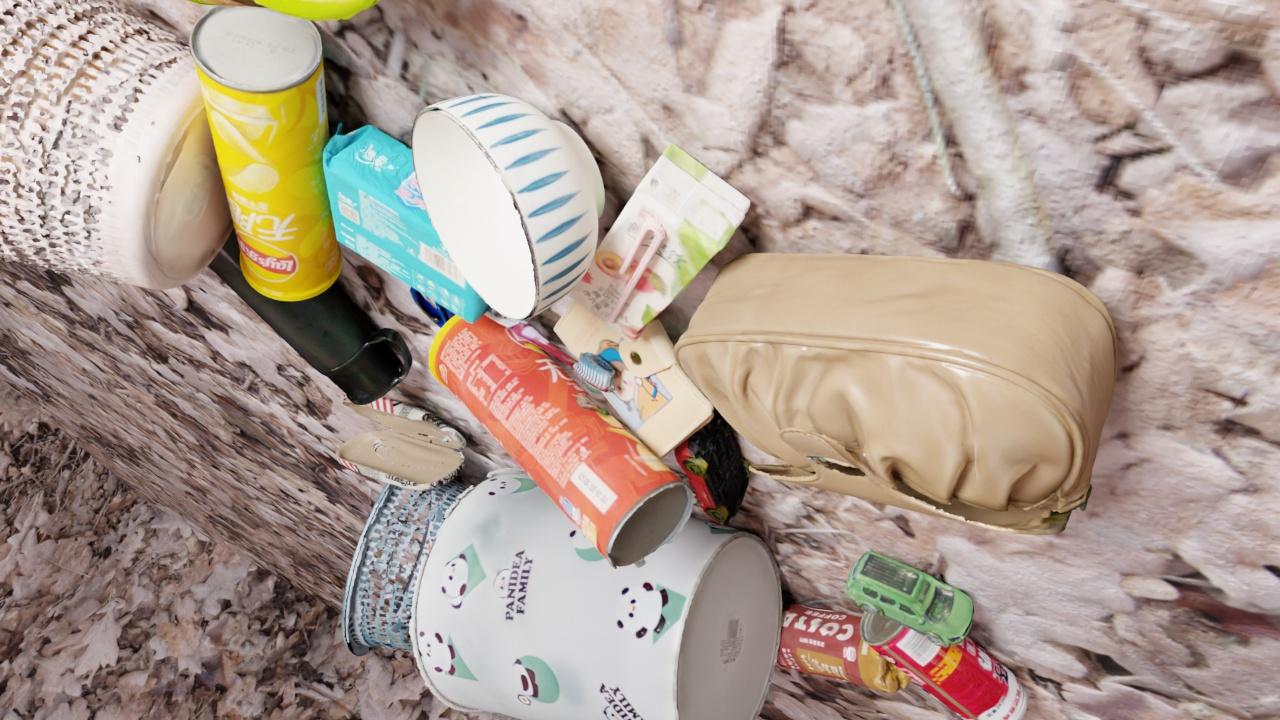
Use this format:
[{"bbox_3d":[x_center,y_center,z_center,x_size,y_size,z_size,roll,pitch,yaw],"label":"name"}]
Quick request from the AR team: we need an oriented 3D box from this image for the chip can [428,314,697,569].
[{"bbox_3d":[-0.059,0.045,0.620,0.216,0.073,0.073,40,160,34],"label":"chip can"}]

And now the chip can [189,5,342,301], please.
[{"bbox_3d":[-0.234,-0.123,0.592,0.072,0.071,0.214,31,148,3],"label":"chip can"}]

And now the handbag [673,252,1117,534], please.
[{"bbox_3d":[0.117,0.020,0.447,0.205,0.099,0.148,7,147,45],"label":"handbag"}]

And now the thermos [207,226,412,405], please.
[{"bbox_3d":[-0.286,-0.063,0.772,0.090,0.068,0.242,-16,132,22],"label":"thermos"}]

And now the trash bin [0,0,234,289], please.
[{"bbox_3d":[-0.369,-0.145,0.586,0.192,0.227,0.228,20,152,-4],"label":"trash bin"}]

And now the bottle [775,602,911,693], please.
[{"bbox_3d":[0.155,0.249,0.815,0.175,0.057,0.057,-6,134,50],"label":"bottle"}]

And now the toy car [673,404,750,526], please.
[{"bbox_3d":[0.052,0.076,0.655,0.031,0.049,0.106,13,146,34],"label":"toy car"}]

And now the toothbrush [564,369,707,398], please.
[{"bbox_3d":[-0.011,0.012,0.640,0.225,0.026,0.027,0,146,45],"label":"toothbrush"}]

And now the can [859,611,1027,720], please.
[{"bbox_3d":[0.236,0.234,0.713,0.132,0.053,0.053,39,151,-12],"label":"can"}]

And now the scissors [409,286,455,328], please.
[{"bbox_3d":[-0.155,-0.015,0.760,0.108,0.012,0.175,32,153,-3],"label":"scissors"}]

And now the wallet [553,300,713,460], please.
[{"bbox_3d":[-0.003,0.003,0.588,0.115,0.024,0.087,53,147,7],"label":"wallet"}]

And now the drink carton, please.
[{"bbox_3d":[0.005,-0.057,0.495,0.053,0.045,0.123,36,151,-5],"label":"drink carton"}]

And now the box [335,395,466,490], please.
[{"bbox_3d":[-0.253,0.091,0.948,0.163,0.088,0.076,9,159,31],"label":"box"}]

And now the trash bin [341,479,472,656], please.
[{"bbox_3d":[-0.185,0.236,1.008,0.195,0.226,0.227,14,149,6],"label":"trash bin"}]

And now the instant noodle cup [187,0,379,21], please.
[{"bbox_3d":[-0.170,-0.201,0.395,0.124,0.111,0.112,15,148,45],"label":"instant noodle cup"}]

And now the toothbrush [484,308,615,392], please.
[{"bbox_3d":[-0.085,-0.028,0.627,0.188,0.016,0.017,32,131,31],"label":"toothbrush"}]

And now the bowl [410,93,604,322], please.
[{"bbox_3d":[-0.061,-0.086,0.478,0.116,0.066,0.117,41,148,32],"label":"bowl"}]

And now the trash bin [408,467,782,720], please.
[{"bbox_3d":[-0.029,0.223,0.803,0.252,0.228,0.230,4,141,34],"label":"trash bin"}]

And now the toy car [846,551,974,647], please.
[{"bbox_3d":[0.196,0.171,0.665,0.091,0.043,0.036,23,150,17],"label":"toy car"}]

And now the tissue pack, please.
[{"bbox_3d":[-0.142,-0.088,0.591,0.133,0.050,0.093,31,153,3],"label":"tissue pack"}]
